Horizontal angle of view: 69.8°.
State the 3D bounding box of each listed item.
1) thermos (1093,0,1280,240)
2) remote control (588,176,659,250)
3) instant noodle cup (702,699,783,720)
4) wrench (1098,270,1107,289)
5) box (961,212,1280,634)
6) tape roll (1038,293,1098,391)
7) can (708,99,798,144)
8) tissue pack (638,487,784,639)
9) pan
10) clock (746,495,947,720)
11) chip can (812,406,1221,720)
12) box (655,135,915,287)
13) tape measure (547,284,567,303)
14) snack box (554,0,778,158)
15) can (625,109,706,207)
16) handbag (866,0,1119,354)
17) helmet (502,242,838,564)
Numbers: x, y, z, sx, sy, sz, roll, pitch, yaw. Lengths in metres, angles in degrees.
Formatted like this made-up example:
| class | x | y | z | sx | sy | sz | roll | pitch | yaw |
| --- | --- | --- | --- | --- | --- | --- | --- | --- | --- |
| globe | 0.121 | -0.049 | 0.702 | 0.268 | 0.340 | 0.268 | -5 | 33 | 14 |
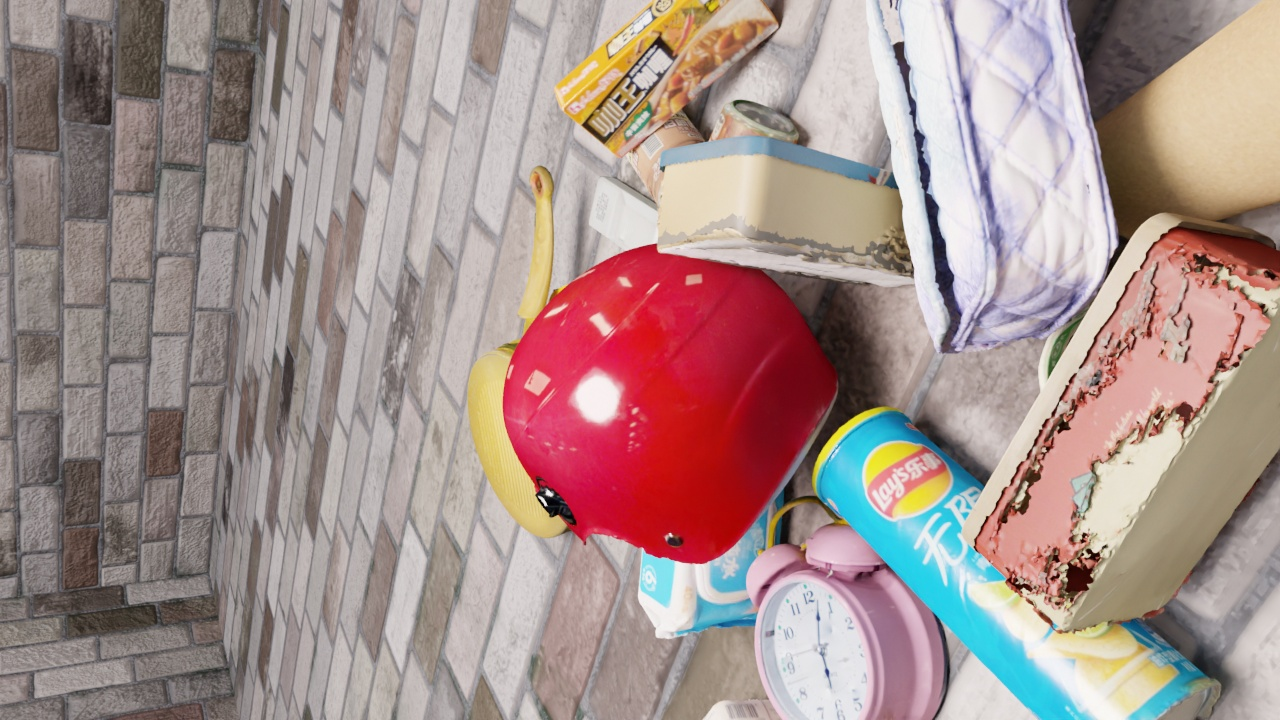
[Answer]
| class | x | y | z | sx | sy | sz | roll | pitch | yaw |
| --- | --- | --- | --- | --- | --- | --- | --- | --- | --- |
| thermos | 0.251 | -0.100 | 0.358 | 0.144 | 0.093 | 0.093 | 146 | 118 | -62 |
| remote control | -0.007 | -0.120 | 0.802 | 0.125 | 0.024 | 0.049 | 42 | 124 | 49 |
| instant noodle cup | 0.084 | 0.297 | 0.599 | 0.124 | 0.116 | 0.117 | -108 | 35 | -45 |
| wrench | 0.188 | -0.150 | 0.501 | 0.056 | 0.016 | 0.273 | -41 | 54 | 46 |
| box | 0.215 | 0.034 | 0.374 | 0.076 | 0.091 | 0.169 | 51 | 131 | 48 |
| tape roll | 0.235 | 0.008 | 0.443 | 0.086 | 0.013 | 0.086 | 1 | 91 | 56 |
| can | 0.060 | -0.111 | 0.668 | 0.058 | 0.057 | 0.148 | 56 | 134 | 40 |
| tissue pack | 0.053 | 0.125 | 0.652 | 0.063 | 0.089 | 0.140 | 16 | 103 | 61 |
| pan | -0.100 | -0.002 | 0.881 | 0.198 | 0.078 | 0.358 | 17 | 119 | 50 |
| clock | 0.121 | 0.163 | 0.577 | 0.117 | 0.059 | 0.158 | -38 | 57 | 50 |
| chip can | 0.180 | 0.111 | 0.475 | 0.210 | 0.071 | 0.071 | 49 | 129 | 45 |
| box | 0.090 | -0.079 | 0.509 | 0.090 | 0.184 | 0.060 | 7 | 90 | 53 |
| tape measure | -0.065 | -0.043 | 0.885 | 0.057 | 0.028 | 0.060 | -15 | 86 | 56 |
| snack box | 0.018 | -0.218 | 0.660 | 0.154 | 0.075 | 0.026 | -36 | 55 | 20 |
| can | 0.019 | -0.168 | 0.728 | 0.116 | 0.058 | 0.059 | 61 | 137 | 36 |
| handbag | 0.154 | -0.109 | 0.430 | 0.134 | 0.076 | 0.193 | 51 | -147 | -72 |
| helmet | -0.004 | 0.003 | 0.593 | 0.240 | 0.206 | 0.144 | 5 | 135 | 45 |
